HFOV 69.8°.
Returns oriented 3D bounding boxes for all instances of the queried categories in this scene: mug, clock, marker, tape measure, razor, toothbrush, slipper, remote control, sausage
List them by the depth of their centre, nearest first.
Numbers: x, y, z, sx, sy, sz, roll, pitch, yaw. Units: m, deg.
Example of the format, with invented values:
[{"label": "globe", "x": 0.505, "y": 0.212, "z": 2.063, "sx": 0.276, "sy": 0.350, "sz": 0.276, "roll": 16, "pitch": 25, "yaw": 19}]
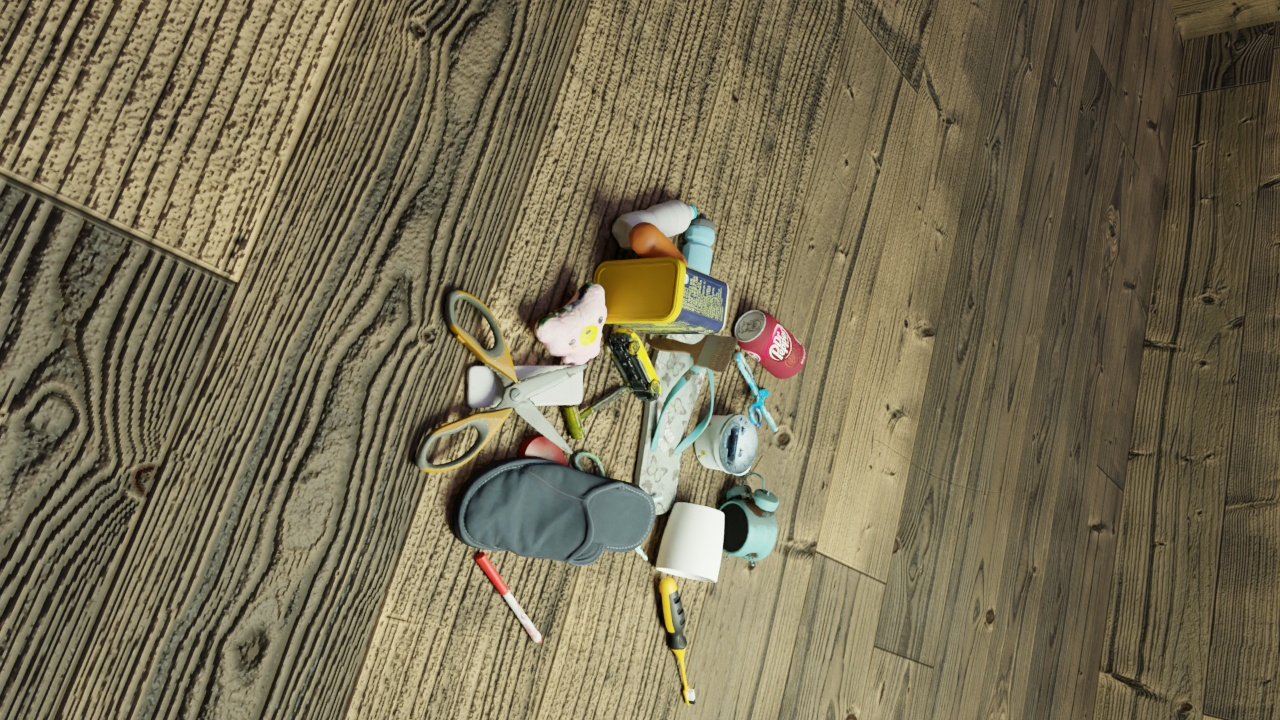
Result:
[{"label": "slipper", "x": -0.075, "y": 0.175, "z": 1.022, "sx": 0.265, "sy": 0.083, "sz": 0.109, "roll": 13, "pitch": 92, "yaw": -36}, {"label": "marker", "x": -0.145, "y": 0.267, "z": 1.025, "sx": 0.012, "sy": 0.013, "sz": 0.142, "roll": -47, "pitch": 123, "yaw": -35}, {"label": "remote control", "x": -0.127, "y": 0.028, "z": 1.025, "sx": 0.146, "sy": 0.008, "sz": 0.045, "roll": 0, "pitch": 92, "yaw": -37}, {"label": "tape measure", "x": -0.112, "y": 0.110, "z": 1.048, "sx": 0.058, "sy": 0.019, "sz": 0.051, "roll": -8, "pitch": 100, "yaw": -39}, {"label": "razor", "x": -0.052, "y": 0.054, "z": 1.112, "sx": 0.105, "sy": 0.026, "sz": 0.042, "roll": -32, "pitch": 111, "yaw": -45}, {"label": "sausage", "x": 0.027, "y": -0.129, "z": 1.132, "sx": 0.039, "sy": 0.044, "sz": 0.164, "roll": -50, "pitch": 160, "yaw": 3}, {"label": "slipper", "x": 0.047, "y": 0.067, "z": 1.193, "sx": 0.098, "sy": 0.055, "sz": 0.268, "roll": 25, "pitch": 75, "yaw": -41}, {"label": "mug", "x": 0.071, "y": 0.242, "z": 1.213, "sx": 0.114, "sy": 0.081, "sz": 0.087, "roll": 62, "pitch": 39, "yaw": -68}, {"label": "toothbrush", "x": 0.050, "y": 0.375, "z": 1.220, "sx": 0.031, "sy": 0.031, "sz": 0.197, "roll": -39, "pitch": 123, "yaw": -57}, {"label": "clock", "x": 0.127, "y": 0.117, "z": 1.273, "sx": 0.117, "sy": 0.057, "sz": 0.083, "roll": 19, "pitch": 77, "yaw": -45}, {"label": "clock", "x": 0.148, "y": 0.218, "z": 1.275, "sx": 0.053, "sy": 0.090, "sz": 0.124, "roll": 10, "pitch": 84, "yaw": -36}]

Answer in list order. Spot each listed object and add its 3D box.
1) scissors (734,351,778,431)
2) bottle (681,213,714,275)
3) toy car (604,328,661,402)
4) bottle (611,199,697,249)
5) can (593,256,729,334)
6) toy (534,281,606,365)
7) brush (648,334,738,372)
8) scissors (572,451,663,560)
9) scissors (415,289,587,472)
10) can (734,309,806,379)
[{"label": "scissors", "x": 0.165, "y": 0.055, "z": 1.310, "sx": 0.134, "sy": 0.011, "sz": 0.139, "roll": 60, "pitch": 21, "yaw": -22}, {"label": "bottle", "x": 0.074, "y": -0.134, "z": 1.224, "sx": 0.040, "sy": 0.040, "sz": 0.130, "roll": 17, "pitch": 78, "yaw": -45}, {"label": "toy car", "x": -0.007, "y": 0.007, "z": 1.138, "sx": 0.030, "sy": 0.049, "sz": 0.107, "roll": -47, "pitch": 124, "yaw": -38}, {"label": "bottle", "x": 0.023, "y": -0.176, "z": 1.167, "sx": 0.135, "sy": 0.044, "sz": 0.044, "roll": -25, "pitch": 108, "yaw": -43}, {"label": "can", "x": 0.024, "y": -0.073, "z": 1.107, "sx": 0.104, "sy": 0.135, "sz": 0.075, "roll": 14, "pitch": 80, "yaw": -48}, {"label": "toy", "x": -0.076, "y": -0.033, "z": 1.063, "sx": 0.102, "sy": 0.050, "sz": 0.093, "roll": -36, "pitch": 129, "yaw": -29}, {"label": "brush", "x": 0.059, "y": -0.016, "z": 1.137, "sx": 0.008, "sy": 0.143, "sz": 0.045, "roll": 34, "pitch": 76, "yaw": -40}, {"label": "scissors", "x": -0.043, "y": 0.188, "z": 1.119, "sx": 0.165, "sy": 0.024, "sz": 0.171, "roll": -46, "pitch": 111, "yaw": -36}, {"label": "scissors", "x": -0.156, "y": 0.027, "z": 0.981, "sx": 0.224, "sy": 0.016, "sz": 0.230, "roll": -28, "pitch": 101, "yaw": -30}, {"label": "can", "x": 0.188, "y": -0.023, "z": 1.328, "sx": 0.114, "sy": 0.063, "sz": 0.063, "roll": 37, "pitch": 65, "yaw": -40}]
